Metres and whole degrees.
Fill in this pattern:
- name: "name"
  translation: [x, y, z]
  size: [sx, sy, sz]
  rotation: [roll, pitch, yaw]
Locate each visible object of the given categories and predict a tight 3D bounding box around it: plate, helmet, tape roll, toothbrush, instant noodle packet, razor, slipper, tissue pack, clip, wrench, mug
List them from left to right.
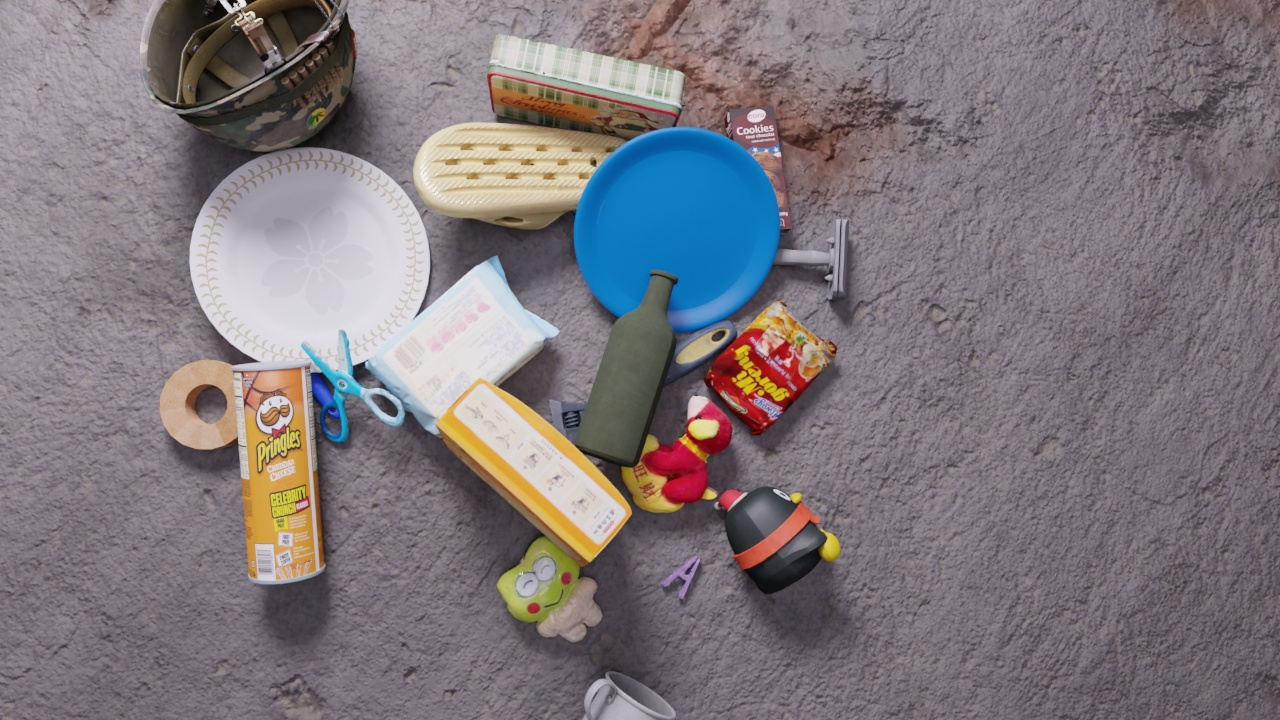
- name: "tape roll"
  translation: [-0.453, 0.047, 0.968]
  size: [0.094, 0.027, 0.094]
  rotation: [0, 86, -5]
- name: "helmet"
  translation: [-0.382, -0.324, 0.898]
  size: [0.224, 0.236, 0.192]
  rotation: [-46, 67, 3]
- name: "toothbrush"
  translation: [-0.376, -0.014, 0.987]
  size: [0.016, 0.018, 0.182]
  rotation: [-34, 92, -5]
- name: "plate"
  translation: [-0.350, -0.108, 0.983]
  size: [0.242, 0.016, 0.242]
  rotation: [1, 86, -13]
- name: "tissue pack"
  translation: [-0.187, -0.014, 0.975]
  size: [0.181, 0.070, 0.112]
  rotation: [-42, 90, -8]
- name: "slipper"
  translation: [-0.118, -0.195, 0.993]
  size: [0.261, 0.079, 0.111]
  rotation: [-6, 72, -22]
- name: "mug"
  translation: [-0.024, 0.368, 0.943]
  size: [0.113, 0.084, 0.070]
  rotation: [34, 85, -40]
- name: "wrench"
  translation: [-0.011, 0.034, 1.009]
  size: [0.273, 0.022, 0.073]
  rotation: [-31, 88, -6]
- name: "plate"
  translation: [0.039, -0.140, 0.995]
  size: [0.224, 0.024, 0.225]
  rotation: [-3, 112, -7]
- name: "clip"
  translation: [0.043, 0.235, 1.004]
  size: [0.046, 0.014, 0.050]
  rotation: [9, 88, -1]
- name: "instant noodle packet"
  translation: [0.143, 0.007, 1.017]
  size: [0.098, 0.040, 0.135]
  rotation: [45, 83, -7]
- name: "razor"
  translation: [0.173, -0.115, 1.029]
  size: [0.116, 0.047, 0.088]
  rotation: [3, 85, 3]

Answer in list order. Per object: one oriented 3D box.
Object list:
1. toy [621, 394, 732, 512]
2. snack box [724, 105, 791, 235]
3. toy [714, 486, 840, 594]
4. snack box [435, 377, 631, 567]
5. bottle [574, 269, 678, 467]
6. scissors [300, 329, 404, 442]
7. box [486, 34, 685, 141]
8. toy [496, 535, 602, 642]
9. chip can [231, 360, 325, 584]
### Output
- name: "toy"
  translation: [0.045, 0.109, 0.991]
  size: [0.137, 0.067, 0.105]
  rotation: [-43, 93, 1]
- name: "snack box"
  translation: [0.132, -0.212, 1.034]
  size: [0.051, 0.032, 0.141]
  rotation: [-7, 86, -5]
- name: "toy"
  translation: [0.138, 0.181, 0.975]
  size: [0.099, 0.097, 0.119]
  rotation: [-39, 87, -3]
- name: "snack box"
  translation: [-0.101, 0.111, 0.915]
  size: [0.195, 0.145, 0.080]
  rotation: [41, 75, 4]
- name: "bottle"
  translation: [-0.006, 0.006, 0.965]
  size: [0.071, 0.071, 0.206]
  rotation: [19, 81, -3]
- name: "scissors"
  translation: [-0.310, 0.035, 0.958]
  size: [0.134, 0.012, 0.135]
  rotation: [43, 119, -3]
- name: "box"
  translation: [-0.059, -0.283, 0.984]
  size: [0.205, 0.118, 0.050]
  rotation: [12, 80, -6]
- name: "toy"
  translation: [-0.091, 0.248, 0.975]
  size: [0.092, 0.046, 0.115]
  rotation: [-45, 98, -12]
- name: "chip can"
  translation: [-0.366, 0.110, 0.930]
  size: [0.075, 0.075, 0.215]
  rotation: [-3, 95, -5]
